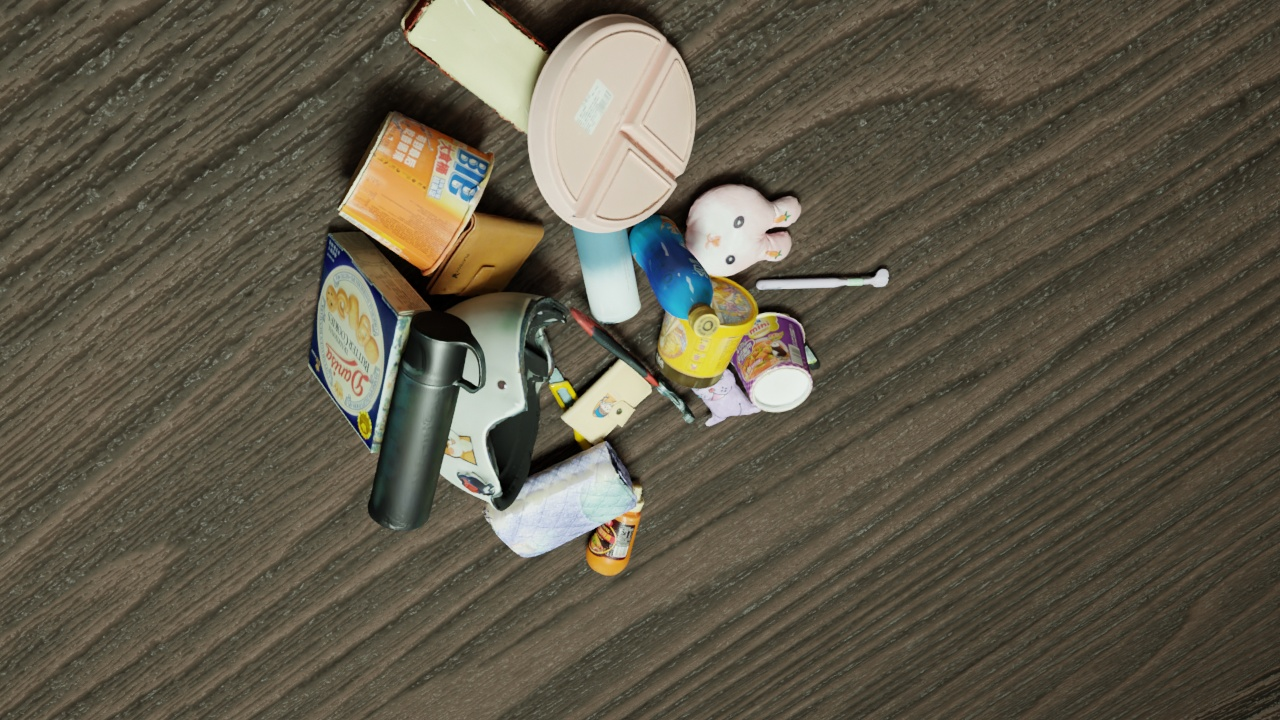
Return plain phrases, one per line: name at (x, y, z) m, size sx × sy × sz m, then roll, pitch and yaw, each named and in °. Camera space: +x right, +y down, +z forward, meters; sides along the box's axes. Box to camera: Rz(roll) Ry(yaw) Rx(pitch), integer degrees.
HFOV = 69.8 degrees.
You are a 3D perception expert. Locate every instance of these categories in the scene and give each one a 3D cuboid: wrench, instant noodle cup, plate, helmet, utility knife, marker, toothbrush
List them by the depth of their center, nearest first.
instant noodle cup at (-0.238, -0.179, 0.956) m, size 0.111 × 0.151 × 0.152 m, roll 28°, pitch 111°, yaw -23°
plate at (-0.021, -0.248, 0.981) m, size 0.228 × 0.028 × 0.230 m, roll -20°, pitch 121°, yaw -37°
helmet at (-0.194, 0.038, 1.085) m, size 0.157 × 0.229 × 0.275 m, roll 17°, pitch 133°, yaw 1°
instant noodle cup at (0.077, -0.036, 1.173) m, size 0.118 × 0.118 × 0.115 m, roll 2°, pitch 130°, yaw -19°
wrench at (-0.007, 0.007, 1.192) m, size 0.016 × 0.056 × 0.273 m, roll -41°, pitch 133°, yaw 8°
instant noodle cup at (0.178, 0.009, 1.232) m, size 0.111 × 0.099 × 0.112 m, roll -4°, pitch 134°, yaw -5°
toothbrush at (0.245, -0.107, 1.235) m, size 0.189 × 0.021 × 0.029 m, roll -4°, pitch 126°, yaw -14°
utility knife at (-0.090, 0.073, 1.250) m, size 0.033 × 0.015 × 0.181 m, roll -28°, pitch 127°, yaw -2°
marker at (0.223, -0.025, 1.287) m, size 0.018 × 0.015 × 0.124 m, roll -35°, pitch 130°, yaw 8°

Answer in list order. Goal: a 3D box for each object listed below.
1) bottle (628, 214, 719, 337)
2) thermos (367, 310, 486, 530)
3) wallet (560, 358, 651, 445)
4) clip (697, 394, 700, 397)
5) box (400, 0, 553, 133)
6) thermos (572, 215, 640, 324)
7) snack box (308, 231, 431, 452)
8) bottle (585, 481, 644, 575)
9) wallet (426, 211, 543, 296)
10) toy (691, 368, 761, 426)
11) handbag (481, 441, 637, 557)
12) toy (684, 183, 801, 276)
bottle at (0.041, -0.095, 1.051) m, size 0.065 × 0.218 × 0.065 m, roll -8°, pitch 125°, yaw -12°
thermos at (-0.222, 0.072, 0.953) m, size 0.090 × 0.068 × 0.243 m, roll 29°, pitch 120°, yaw 14°
wallet at (-0.042, 0.059, 1.243) m, size 0.115 × 0.024 × 0.087 m, roll -46°, pitch 133°, yaw 0°
clip at (0.103, 0.032, 1.287) m, size 0.057 × 0.014 × 0.047 m, roll -25°, pitch 125°, yaw 1°
box at (-0.153, -0.308, 0.932) m, size 0.168 × 0.075 × 0.091 m, roll 33°, pitch 107°, yaw -32°
thermos at (-0.046, -0.149, 1.081) m, size 0.070 × 0.070 × 0.221 m, roll -16°, pitch 127°, yaw -7°
snack box at (-0.303, -0.021, 1.015) m, size 0.045 × 0.178 × 0.183 m, roll -8°, pitch 128°, yaw -41°
bottle at (-0.031, 0.245, 1.362) m, size 0.066 × 0.066 × 0.150 m, roll 12°, pitch 111°, yaw -25°
wallet at (-0.177, -0.118, 1.041) m, size 0.108 × 0.031 × 0.131 m, roll -52°, pitch 160°, yaw 19°
toy at (0.107, 0.045, 1.263) m, size 0.084 × 0.038 × 0.108 m, roll -21°, pitch 128°, yaw 22°
handbag at (-0.109, 0.194, 1.282) m, size 0.194 × 0.075 × 0.134 m, roll -26°, pitch 147°, yaw 2°
toy at (0.128, -0.163, 1.140) m, size 0.159 × 0.054 × 0.121 m, roll -7°, pitch 126°, yaw -23°
